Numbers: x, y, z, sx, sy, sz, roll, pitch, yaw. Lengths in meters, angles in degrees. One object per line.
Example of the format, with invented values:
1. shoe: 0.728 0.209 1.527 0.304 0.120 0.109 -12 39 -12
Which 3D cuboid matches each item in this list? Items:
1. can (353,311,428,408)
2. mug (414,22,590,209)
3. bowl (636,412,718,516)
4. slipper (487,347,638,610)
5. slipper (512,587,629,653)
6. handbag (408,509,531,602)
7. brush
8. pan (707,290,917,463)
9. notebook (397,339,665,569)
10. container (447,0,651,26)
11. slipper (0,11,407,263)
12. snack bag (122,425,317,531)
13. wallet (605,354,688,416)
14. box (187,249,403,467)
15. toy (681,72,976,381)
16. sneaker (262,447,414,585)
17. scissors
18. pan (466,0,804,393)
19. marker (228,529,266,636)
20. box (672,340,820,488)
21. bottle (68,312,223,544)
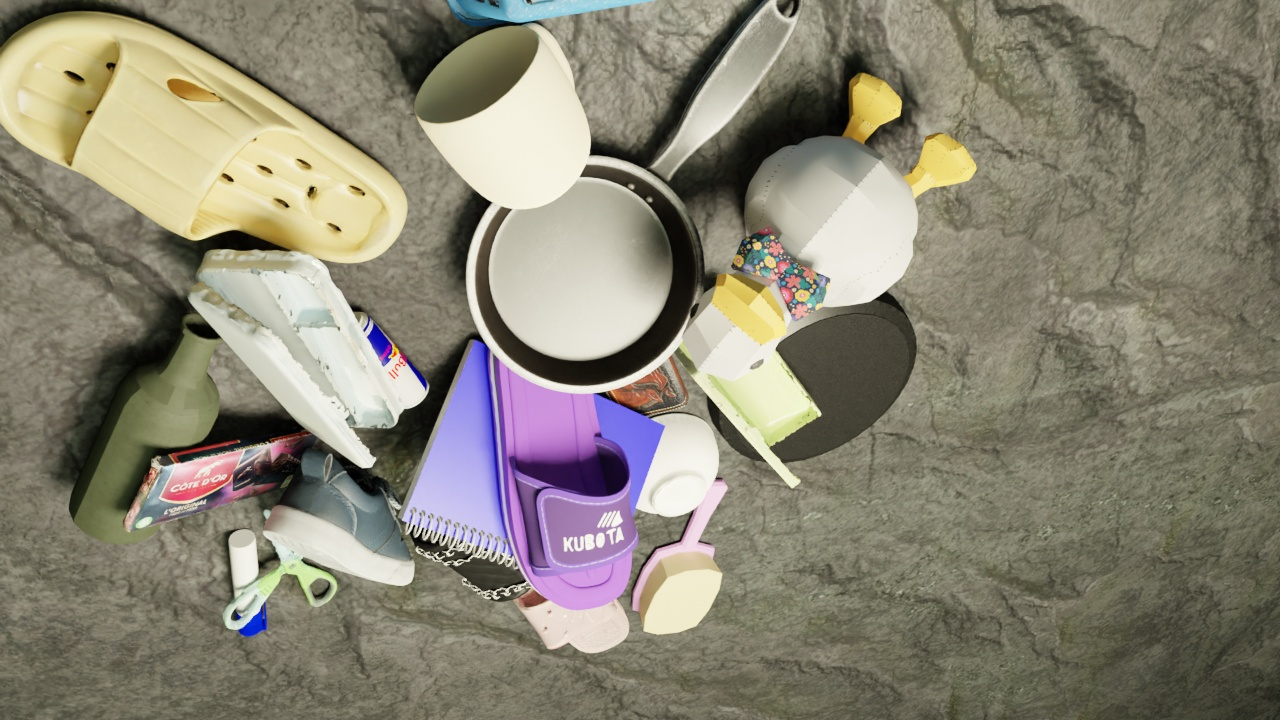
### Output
1. can: -0.213 0.000 0.756 0.032 0.032 0.095 -29 134 3
2. mug: -0.081 -0.167 0.632 0.120 0.096 0.100 -61 141 -22
3. bowl: 0.031 0.117 0.939 0.118 0.062 0.118 -12 132 -13
4. slipper: -0.057 0.095 0.774 0.107 0.084 0.266 -15 101 -29
5. slipper: -0.074 0.285 1.041 0.094 0.064 0.239 -29 135 3
6. handbag: -0.138 0.181 0.889 0.125 0.114 0.154 -31 137 6
7. brush: 0.057 0.231 1.062 0.089 0.043 0.229 2 128 -24
8. pan: 0.128 0.003 0.901 0.356 0.034 0.226 19 120 -35
9. notebook: -0.091 0.101 0.821 0.209 0.022 0.171 26 79 -29
10. container: 0.050 -0.335 0.535 0.362 0.089 0.258 -14 133 -11
11. slipper: -0.270 -0.127 0.594 0.261 0.079 0.111 23 114 -36
12. snack bag: -0.334 0.091 0.742 0.075 0.018 0.155 -52 162 24
13. wallet: -0.005 0.005 0.845 0.072 0.019 0.123 -13 136 14
14. box: -0.251 -0.009 0.696 0.083 0.122 0.216 -48 158 -20
15. toy: 0.130 -0.088 0.721 0.267 0.141 0.247 -48 175 -6
16. sneaker: -0.255 0.142 0.819 0.089 0.087 0.236 15 159 9
17. scissors: -0.337 0.196 0.868 0.159 0.025 0.172 -24 139 -18
18. pan: 0.007 -0.133 0.710 0.187 0.055 0.357 33 97 -20
19. marker: -0.377 0.215 0.881 0.027 0.023 0.133 -2 130 -21
20. box: 0.106 0.022 0.841 0.083 0.091 0.188 -44 128 0
21. bottle: -0.373 0.051 0.708 0.071 0.071 0.207 19 120 -34
